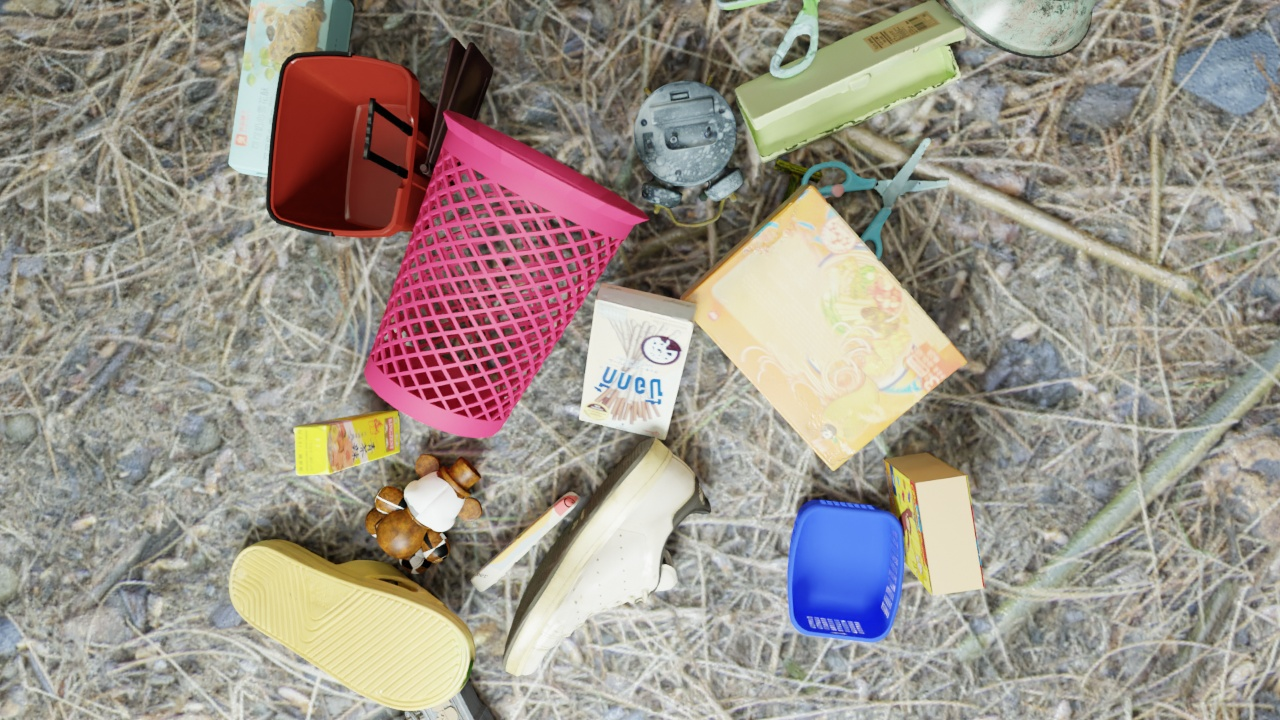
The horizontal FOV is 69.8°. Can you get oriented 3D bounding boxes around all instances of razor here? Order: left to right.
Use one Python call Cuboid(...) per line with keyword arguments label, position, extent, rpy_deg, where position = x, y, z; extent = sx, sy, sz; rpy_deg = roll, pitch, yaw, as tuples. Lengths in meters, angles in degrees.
Cuboid(label="razor", position=(0.123, -0.122, 0.815), extent=(0.042, 0.026, 0.106), rpy_deg=(18, 98, 1))

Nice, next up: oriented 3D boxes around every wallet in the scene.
Cuboid(label="wallet", position=(-0.160, -0.211, 0.798), extent=(0.018, 0.091, 0.115), rpy_deg=(16, 93, 3))

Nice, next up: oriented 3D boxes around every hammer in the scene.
Cuboid(label="hammer", position=(-0.292, 0.382, 0.860), extent=(0.322, 0.044, 0.098), rpy_deg=(-27, 90, 5))

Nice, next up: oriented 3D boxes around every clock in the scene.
Cuboid(label="clock", position=(0.042, -0.181, 0.802), extent=(0.090, 0.052, 0.129), rpy_deg=(-7, 91, 5))

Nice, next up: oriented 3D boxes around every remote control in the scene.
Cuboid(label="remote control", position=(-0.104, 0.164, 0.837), extent=(0.125, 0.038, 0.018), rpy_deg=(-43, 90, 5))

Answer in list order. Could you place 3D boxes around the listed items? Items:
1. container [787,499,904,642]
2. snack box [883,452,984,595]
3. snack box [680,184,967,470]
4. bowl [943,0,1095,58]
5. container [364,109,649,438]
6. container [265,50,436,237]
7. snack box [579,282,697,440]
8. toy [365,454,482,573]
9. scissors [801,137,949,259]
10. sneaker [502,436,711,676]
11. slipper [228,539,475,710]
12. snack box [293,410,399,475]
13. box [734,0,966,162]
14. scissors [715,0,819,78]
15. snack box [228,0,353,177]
Cuboid(label="container", position=(0.176, 0.180, 0.806), extent=(0.096, 0.058, 0.114), rpy_deg=(6, 93, 4))
Cuboid(label="snack box", position=(0.241, 0.131, 0.764), extent=(0.040, 0.125, 0.088), rpy_deg=(-9, 92, 5))
Cuboid(label="snack box", position=(0.152, -0.031, 0.782), extent=(0.145, 0.080, 0.195), rpy_deg=(-42, 95, 11))
Cuboid(label="bowl", position=(0.312, -0.323, 0.745), extent=(0.157, 0.039, 0.157), rpy_deg=(5, 70, -15))
Cuboid(label="container", position=(-0.127, -0.063, 0.771), extent=(0.183, 0.183, 0.226), rpy_deg=(29, 102, 3))
Cuboid(label="container", position=(-0.238, -0.174, 0.748), extent=(0.127, 0.200, 0.148), rpy_deg=(8, 93, 7))
Cuboid(label="snack box", position=(-0.005, 0.005, 0.783), extent=(0.082, 0.026, 0.150), rpy_deg=(14, 136, 2))
Cuboid(label="toy", position=(-0.194, 0.136, 0.835), extent=(0.112, 0.067, 0.087), rpy_deg=(-44, 89, -4))
Cuboid(label="scissors", position=(0.207, -0.132, 0.804), extent=(0.136, 0.015, 0.126), rpy_deg=(-5, 105, -4))
Cuboid(label="sneaker", position=(-0.026, 0.188, 0.816), extent=(0.102, 0.089, 0.241), rpy_deg=(36, 92, -8))
Cuboid(label="slipper", position=(-0.256, 0.234, 0.837), extent=(0.264, 0.078, 0.099), rpy_deg=(17, 91, 21))
Cuboid(label="snack box", position=(-0.249, 0.069, 0.790), extent=(0.029, 0.148, 0.040), rpy_deg=(-2, 91, 7))
Cuboid(label="box", position=(0.177, -0.244, 0.791), extent=(0.188, 0.089, 0.077), rpy_deg=(-24, 71, 8))
Cuboid(label="scissors", position=(0.149, -0.312, 0.786), extent=(0.172, 0.023, 0.168), rpy_deg=(-4, 67, 19))
Cuboid(label="snack box", position=(-0.314, -0.249, 0.828), extent=(0.075, 0.053, 0.174), rpy_deg=(10, 92, 5))
